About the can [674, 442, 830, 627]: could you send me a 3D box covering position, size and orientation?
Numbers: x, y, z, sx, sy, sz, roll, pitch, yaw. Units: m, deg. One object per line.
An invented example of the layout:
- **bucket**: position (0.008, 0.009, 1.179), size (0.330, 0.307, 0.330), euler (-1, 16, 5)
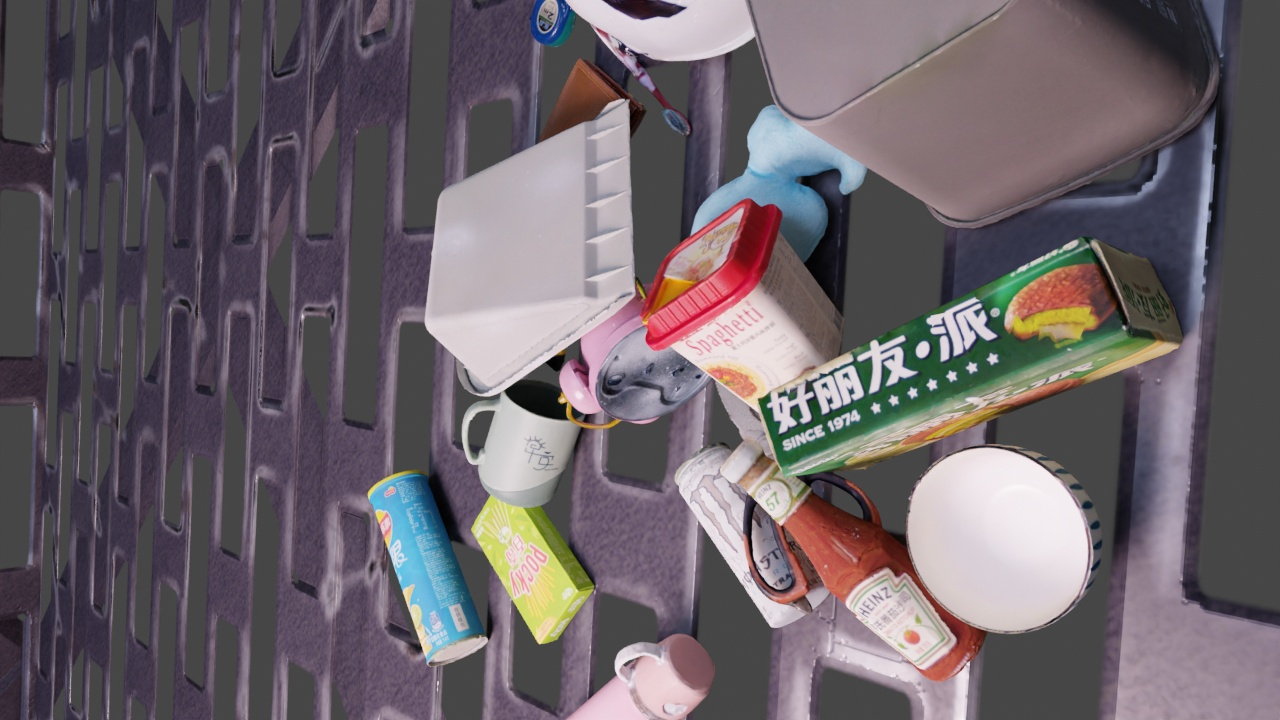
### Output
- **can**: position (0.088, 0.138, 0.735), size (0.058, 0.058, 0.146), euler (-53, 57, 29)

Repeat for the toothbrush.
- **toothbrush**: position (-0.006, -0.272, 0.857), size (0.016, 0.017, 0.187), euler (-50, 59, 30)

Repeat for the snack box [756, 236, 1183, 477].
- **snack box**: position (0.203, 0.007, 0.592), size (0.241, 0.114, 0.063), euler (-30, 69, 38)

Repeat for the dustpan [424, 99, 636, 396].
- **dustpan**: position (-0.098, -0.082, 0.861), size (0.258, 0.142, 0.222), euler (-14, 57, 19)

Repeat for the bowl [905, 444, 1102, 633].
- **bowl**: position (0.238, 0.110, 0.589), size (0.117, 0.066, 0.116), euler (0, 91, 43)

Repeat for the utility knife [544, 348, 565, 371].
- **utility knife**: position (-0.094, -0.097, 0.929), size (0.033, 0.015, 0.218), euler (-2, 94, 47)

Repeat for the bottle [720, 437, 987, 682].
- **bottle**: position (0.142, 0.132, 0.636), size (0.206, 0.059, 0.060), euler (41, 119, 9)

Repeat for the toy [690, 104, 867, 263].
- **toy**: position (0.105, -0.124, 0.729), size (0.162, 0.049, 0.156), euler (3, 96, 38)

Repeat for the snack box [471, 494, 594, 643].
- **snack box**: position (-0.114, 0.202, 0.946), size (0.156, 0.026, 0.086), euler (51, 122, 31)

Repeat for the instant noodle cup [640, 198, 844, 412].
- **instant noodle cup**: position (0.082, -0.035, 0.687), size (0.117, 0.124, 0.116), euler (-33, 23, 38)

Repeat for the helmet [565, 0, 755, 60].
- **helmet**: position (0.003, -0.380, 0.764), size (0.230, 0.145, 0.258), euler (-53, 57, 29)

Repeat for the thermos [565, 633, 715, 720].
- **thermos**: position (-0.020, 0.313, 0.817), size (0.199, 0.087, 0.067), euler (-50, 24, 32)

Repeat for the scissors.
- **scissors**: position (0.114, 0.083, 0.713), size (0.213, 0.015, 0.197), euler (21, 70, 22)

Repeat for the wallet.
- **wallet**: position (-0.056, -0.219, 0.897), size (0.101, 0.032, 0.125), euler (52, 122, 34)

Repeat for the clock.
- **clock**: position (-0.005, 0.005, 0.788), size (0.159, 0.117, 0.059), euler (-55, 45, 25)

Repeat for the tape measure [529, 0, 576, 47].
- **tape measure**: position (-0.088, -0.347, 0.931), size (0.058, 0.025, 0.055), euler (46, 121, 38)

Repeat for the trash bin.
- **trash bin**: position (0.189, -0.209, 0.539), size (0.199, 0.219, 0.199), euler (-25, 71, 40)

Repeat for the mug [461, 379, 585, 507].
- **mug**: position (-0.122, 0.080, 0.898), size (0.082, 0.111, 0.106), euler (-118, 46, -59)

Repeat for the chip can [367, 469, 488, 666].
- **chip can**: position (-0.241, 0.231, 1.034), size (0.071, 0.071, 0.210), euler (-44, 62, 34)
